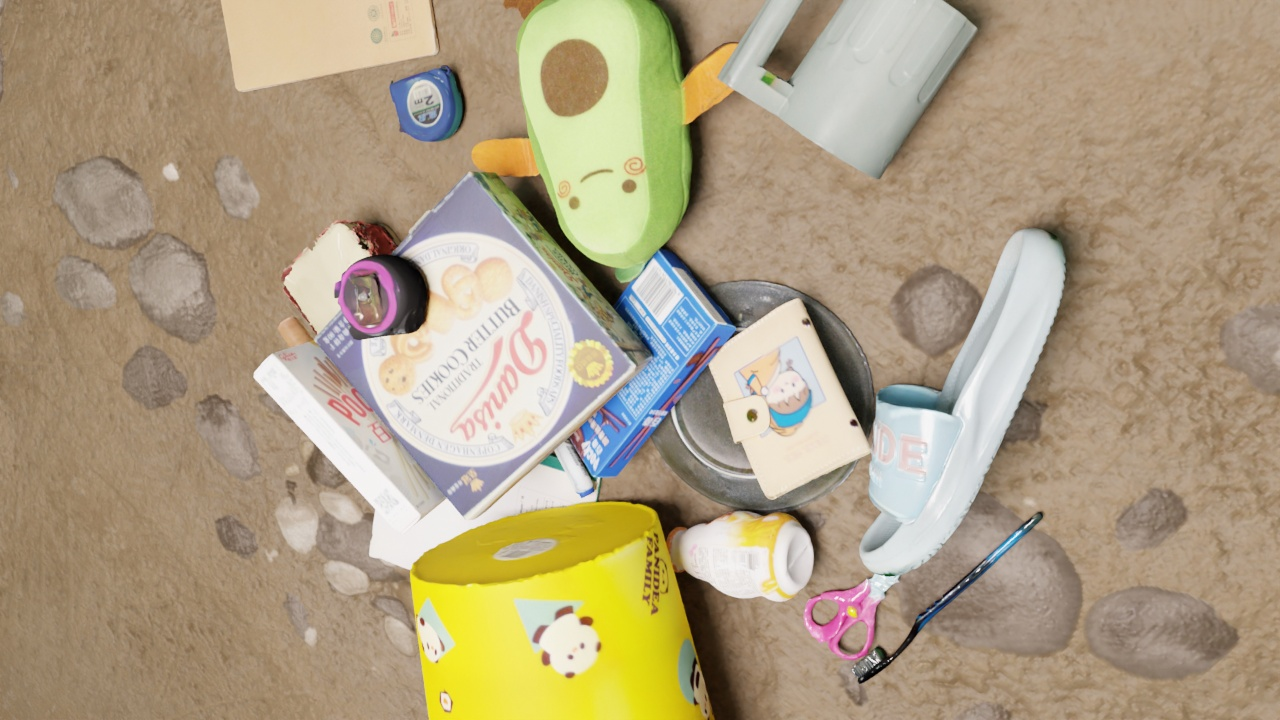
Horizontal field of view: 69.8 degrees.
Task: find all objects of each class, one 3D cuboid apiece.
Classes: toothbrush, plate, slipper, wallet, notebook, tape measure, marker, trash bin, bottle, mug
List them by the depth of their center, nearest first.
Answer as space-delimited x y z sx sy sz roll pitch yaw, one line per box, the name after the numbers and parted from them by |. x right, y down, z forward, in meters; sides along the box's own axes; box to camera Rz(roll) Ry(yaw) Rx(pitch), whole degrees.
0.126 -0.186 0.559 0.124 0.083 0.104 26 112 -18 | mug
0.190 0.028 0.584 0.074 0.104 0.246 23 105 8 | slipper
0.096 0.028 0.625 0.087 0.024 0.115 -32 70 28 | wallet
-0.179 -0.044 0.632 0.057 0.039 0.058 -3 97 18 | tape measure
0.215 0.171 0.655 0.190 0.014 0.016 -53 56 23 | toothbrush
0.078 0.030 0.674 0.180 0.024 0.179 5 104 22 | plate
-0.051 0.252 0.674 0.230 0.229 0.255 -8 95 24 | trash bin
0.071 0.144 0.683 0.109 0.063 0.063 -5 100 38 | bottle
-0.166 -0.200 0.722 0.058 0.025 0.054 -8 101 28 | tape measure
-0.076 0.044 0.740 0.017 0.016 0.146 -30 86 26 | marker
-0.262 -0.309 0.746 0.208 0.008 0.148 -2 101 23 | notebook
-0.261 0.020 0.775 0.020 0.115 0.101 -35 85 -15 | wallet
-0.139 0.134 0.795 0.209 0.012 0.150 15 106 18 | notebook

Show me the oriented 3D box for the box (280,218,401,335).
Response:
-0.209 -0.028 0.743 0.091 0.076 0.168 -39 85 16 | box

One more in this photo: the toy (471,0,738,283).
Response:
-0.027 -0.178 0.634 0.228 0.089 0.247 -11 94 34 | toy

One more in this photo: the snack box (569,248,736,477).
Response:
-0.004 0.004 0.683 0.157 0.026 0.084 -52 53 24 | snack box

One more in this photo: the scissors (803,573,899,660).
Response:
0.175 0.165 0.671 0.057 0.017 0.134 45 111 19 | scissors

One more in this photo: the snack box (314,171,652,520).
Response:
-0.116 -0.010 0.665 0.178 0.045 0.182 -42 86 18 | snack box

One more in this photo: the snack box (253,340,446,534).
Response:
-0.203 0.051 0.682 0.027 0.084 0.157 -42 90 19 | snack box
